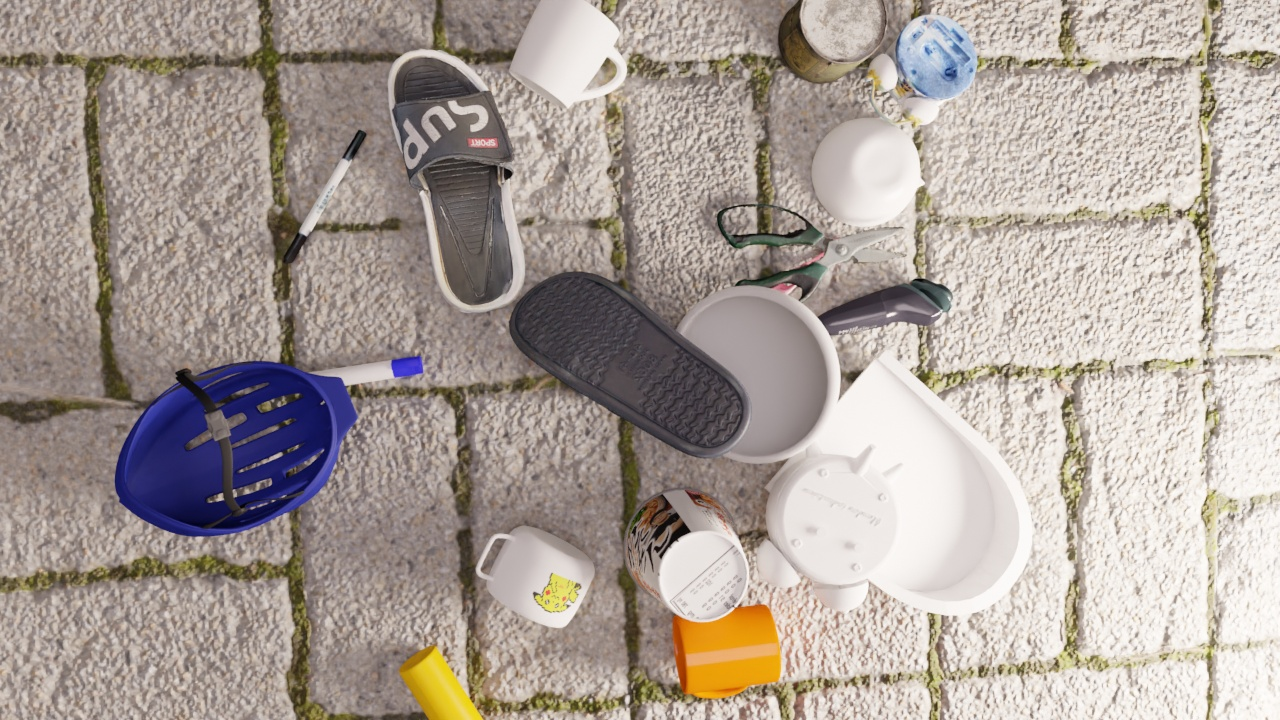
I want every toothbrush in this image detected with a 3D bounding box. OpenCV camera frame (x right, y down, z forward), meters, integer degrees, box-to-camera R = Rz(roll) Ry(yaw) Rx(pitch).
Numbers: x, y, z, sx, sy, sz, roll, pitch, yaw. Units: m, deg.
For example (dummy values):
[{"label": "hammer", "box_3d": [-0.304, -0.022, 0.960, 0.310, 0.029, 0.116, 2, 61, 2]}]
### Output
[{"label": "toothbrush", "box_3d": [0.163, -0.089, 0.962, 0.135, 0.016, 0.021, -38, 87, -4]}]

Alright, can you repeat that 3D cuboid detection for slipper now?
[{"label": "slipper", "box_3d": [-0.176, -0.178, 0.897, 0.111, 0.063, 0.264, -11, 96, -7]}, {"label": "slipper", "box_3d": [-0.005, 0.005, 0.907, 0.268, 0.083, 0.110, 33, 84, 19]}]

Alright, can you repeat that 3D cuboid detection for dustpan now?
[{"label": "dustpan", "box_3d": [0.289, 0.147, 0.954, 0.257, 0.053, 0.191, 43, 84, -12]}]

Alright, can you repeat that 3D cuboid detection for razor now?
[{"label": "razor", "box_3d": [0.254, -0.051, 0.963, 0.143, 0.047, 0.052, -15, 70, -3]}]

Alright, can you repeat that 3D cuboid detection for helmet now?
[{"label": "helmet", "box_3d": [-0.373, 0.079, 0.799, 0.241, 0.228, 0.147, -23, 86, -3]}]

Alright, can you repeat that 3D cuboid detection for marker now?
[{"label": "marker", "box_3d": [-0.312, -0.161, 0.905, 0.011, 0.011, 0.152, 30, 88, -7]}, {"label": "marker", "box_3d": [-0.289, 0.015, 0.910, 0.141, 0.020, 0.020, -9, 93, -6]}]

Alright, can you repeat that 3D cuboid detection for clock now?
[{"label": "clock", "box_3d": [0.285, -0.294, 0.943, 0.089, 0.052, 0.125, 46, 77, -4]}, {"label": "clock", "box_3d": [0.189, 0.157, 0.899, 0.125, 0.073, 0.161, 22, 84, -3]}]

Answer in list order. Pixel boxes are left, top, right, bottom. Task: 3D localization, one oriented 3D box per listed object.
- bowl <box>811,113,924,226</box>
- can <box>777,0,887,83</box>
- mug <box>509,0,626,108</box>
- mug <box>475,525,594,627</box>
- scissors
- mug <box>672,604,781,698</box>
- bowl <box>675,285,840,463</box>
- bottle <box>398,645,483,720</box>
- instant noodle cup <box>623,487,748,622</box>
[{"label": "bowl", "box_3d": [0.240, -0.198, 0.949, 0.114, 0.050, 0.114, 0, 92, -7]}, {"label": "can", "box_3d": [0.192, -0.334, 0.927, 0.090, 0.074, 0.090, 0, 92, -9]}, {"label": "mug", "box_3d": [-0.066, -0.295, 0.904, 0.114, 0.081, 0.087, 28, 95, -38]}, {"label": "mug", "box_3d": [-0.105, 0.206, 0.898, 0.115, 0.094, 0.068, 29, 87, -30]}, {"label": "scissors", "box_3d": [0.173, -0.129, 0.950, 0.209, 0.015, 0.137, -20, 84, 0]}, {"label": "mug", "box_3d": [0.087, 0.309, 0.946, 0.096, 0.077, 0.113, -5, 121, -7]}, {"label": "bowl", "box_3d": [0.118, 0.010, 0.919, 0.177, 0.066, 0.177, 6, 103, 27]}, {"label": "bottle", "box_3d": [-0.187, 0.359, 0.924, 0.043, 0.043, 0.143, -31, 95, -5]}, {"label": "instant noodle cup", "box_3d": [0.051, 0.197, 0.906, 0.123, 0.122, 0.123, 0, 92, -7]}]
